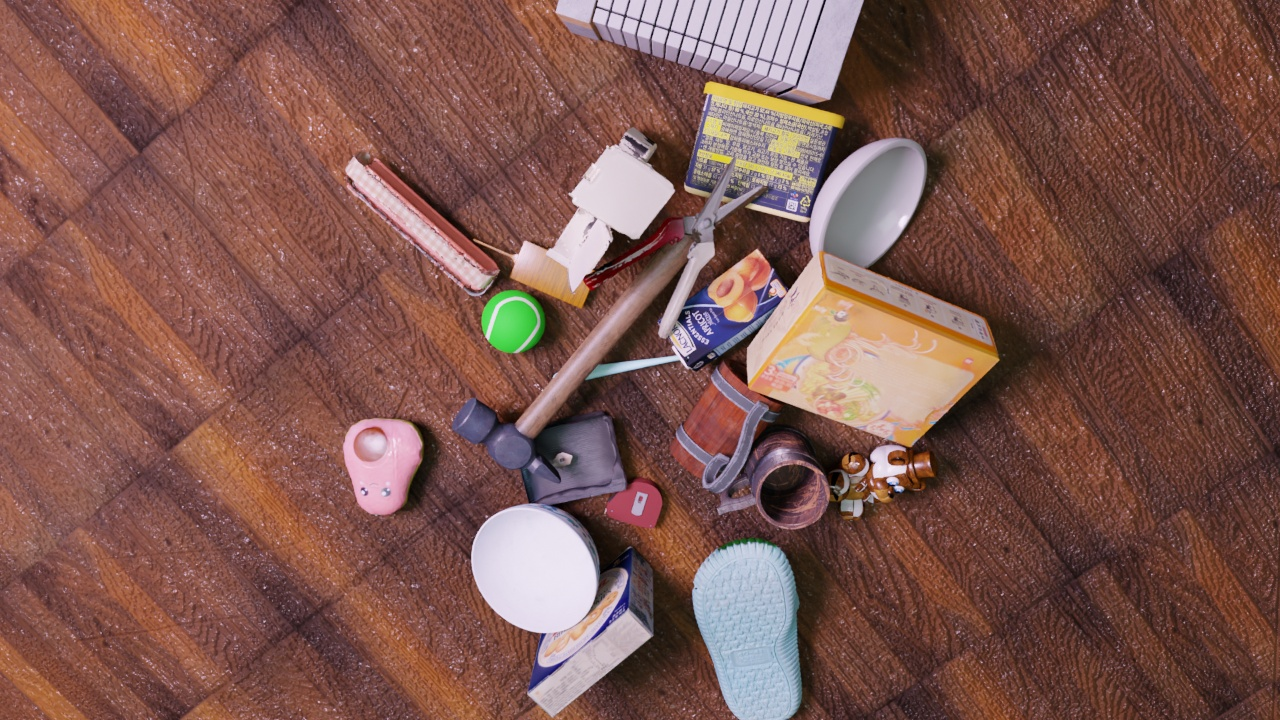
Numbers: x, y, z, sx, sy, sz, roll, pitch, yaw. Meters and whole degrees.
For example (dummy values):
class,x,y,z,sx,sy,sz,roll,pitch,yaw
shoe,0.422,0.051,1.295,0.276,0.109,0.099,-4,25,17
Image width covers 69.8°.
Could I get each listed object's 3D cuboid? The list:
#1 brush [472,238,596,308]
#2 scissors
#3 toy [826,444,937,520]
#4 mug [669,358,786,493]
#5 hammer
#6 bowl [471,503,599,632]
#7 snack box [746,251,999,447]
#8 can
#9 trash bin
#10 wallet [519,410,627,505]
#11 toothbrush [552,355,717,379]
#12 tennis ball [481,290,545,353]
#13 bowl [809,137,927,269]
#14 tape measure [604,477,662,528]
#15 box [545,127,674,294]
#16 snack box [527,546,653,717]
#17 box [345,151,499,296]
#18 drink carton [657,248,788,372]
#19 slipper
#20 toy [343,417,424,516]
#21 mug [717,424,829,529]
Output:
class,x,y,z,sx,sy,sz,roll,pitch,yaw
brush,-0.110,-0.100,0.961,0.126,0.017,0.048,23,103,-4
scissors,0.036,-0.100,0.886,0.198,0.015,0.179,-17,129,-10
toy,0.256,0.124,0.977,0.113,0.067,0.087,-13,139,30
mug,0.091,0.073,0.950,0.081,0.117,0.111,29,107,-20
hammer,-0.043,-0.015,0.942,0.129,0.040,0.322,38,98,-22
bowl,-0.102,0.213,1.000,0.144,0.074,0.144,5,106,18
snack box,0.224,-0.011,0.912,0.195,0.080,0.145,20,132,-14
can,0.117,-0.204,0.902,0.135,0.075,0.104,14,106,-2
trash bin,0.068,-0.341,0.834,0.247,0.142,0.142,17,103,-3
wallet,-0.078,0.107,1.006,0.115,0.026,0.089,-12,103,5
toothbrush,-0.006,0.006,0.986,0.181,0.016,0.016,-9,75,5
tennis ball,-0.132,-0.040,0.952,0.065,0.065,0.065,0,104,1
bowl,0.213,-0.154,0.899,0.043,0.149,0.150,43,105,35
tape measure,-0.006,0.156,1.020,0.059,0.019,0.051,16,104,-3
box,-0.027,-0.138,0.865,0.080,0.180,0.144,33,109,-5
snack box,-0.050,0.288,0.988,0.144,0.145,0.042,-42,101,10
box,-0.227,-0.136,0.939,0.187,0.056,0.067,41,133,-7
drink carton,0.087,-0.050,0.946,0.130,0.040,0.064,-36,71,9
slipper,0.125,0.299,1.030,0.116,0.069,0.276,-10,118,5
toy,-0.279,0.116,1.001,0.090,0.051,0.110,2,105,2
mug,0.135,0.126,0.964,0.116,0.107,0.080,-17,103,5
